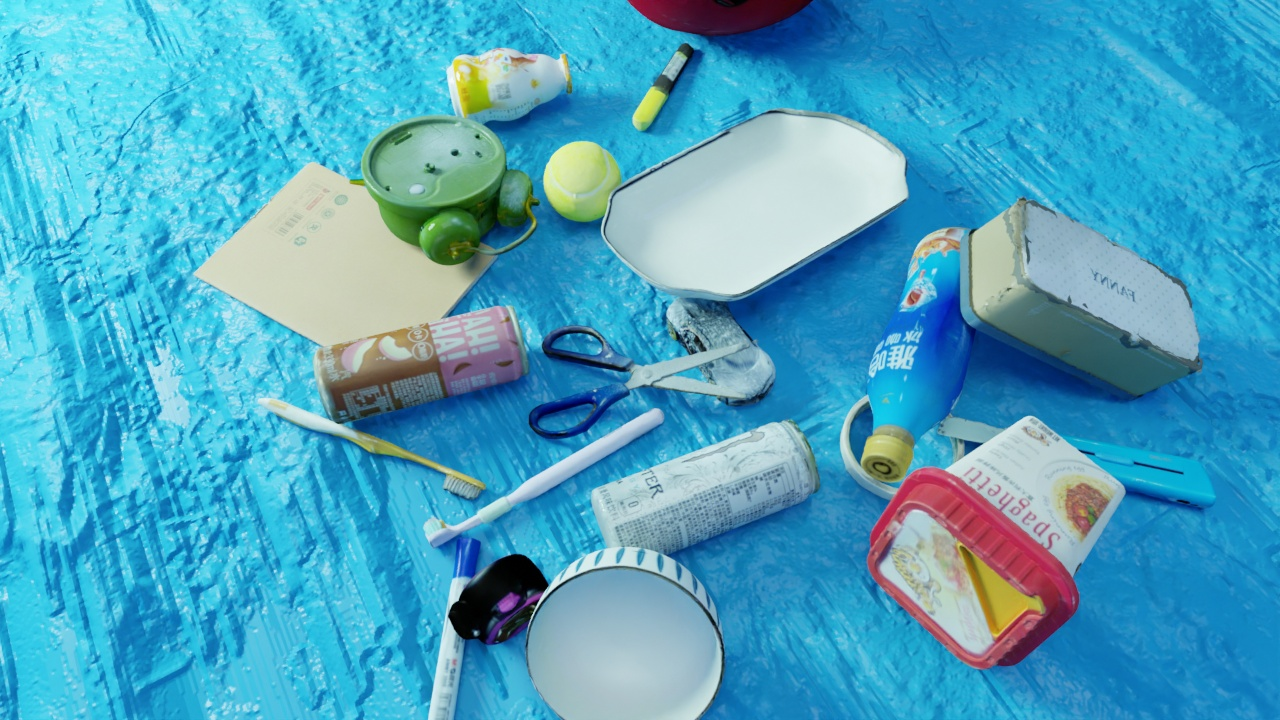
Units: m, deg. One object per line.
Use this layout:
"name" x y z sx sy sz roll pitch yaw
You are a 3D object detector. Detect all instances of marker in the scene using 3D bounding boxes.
"marker" -0.121 0.185 0.589 0.017 0.017 0.145 2 59 3
"marker" 0.023 -0.258 0.858 0.018 0.015 0.123 20 58 12

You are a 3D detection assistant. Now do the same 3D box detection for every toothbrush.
"toothbrush" -0.065 0.080 0.651 0.189 0.029 0.021 -27 102 -16
"toothbrush" -0.199 0.063 0.668 0.191 0.016 0.018 19 69 12

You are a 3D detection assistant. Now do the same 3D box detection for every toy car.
"toy car" 0.061 -0.012 0.696 0.049 0.031 0.105 -28 62 -14

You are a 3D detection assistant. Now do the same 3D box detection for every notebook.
"notebook" -0.243 -0.080 0.760 0.208 0.008 0.147 26 63 16

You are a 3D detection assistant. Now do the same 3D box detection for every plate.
"plate" 0.095 -0.124 0.746 0.265 0.034 0.162 -32 56 -23

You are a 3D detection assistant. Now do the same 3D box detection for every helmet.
"helmet" 0.075 -0.389 0.865 0.240 0.144 0.206 15 60 -5

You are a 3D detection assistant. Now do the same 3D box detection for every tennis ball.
"tennis ball" -0.048 -0.148 0.762 0.065 0.066 0.065 -1 58 1

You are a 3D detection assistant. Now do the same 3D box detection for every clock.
"clock" -0.156 -0.138 0.757 0.161 0.056 0.115 37 59 23

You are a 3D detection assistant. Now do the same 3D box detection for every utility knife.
"utility knife" 0.301 0.067 0.641 0.188 0.018 0.034 12 59 6

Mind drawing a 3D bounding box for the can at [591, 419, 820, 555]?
"can" 0.043 0.089 0.617 0.146 0.058 0.058 -20 60 -10

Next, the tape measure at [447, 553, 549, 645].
"tape measure" -0.085 0.154 0.583 0.058 0.057 0.039 -44 66 3

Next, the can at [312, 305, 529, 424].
"can" -0.159 0.002 0.673 0.147 0.058 0.058 -14 59 -12

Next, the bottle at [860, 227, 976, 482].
"bottle" 0.202 -0.006 0.652 0.065 0.065 0.218 21 54 14

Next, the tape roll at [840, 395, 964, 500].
"tape roll" 0.187 0.060 0.657 0.086 0.014 0.085 -1 58 1

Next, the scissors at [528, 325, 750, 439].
"scissors" -0.010 0.016 0.674 0.163 0.012 0.160 34 73 32

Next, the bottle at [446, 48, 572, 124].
"bottle" -0.117 -0.250 0.829 0.108 0.063 0.063 -12 59 -6

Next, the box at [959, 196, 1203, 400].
"box" 0.306 -0.044 0.649 0.184 0.061 0.089 23 57 -14

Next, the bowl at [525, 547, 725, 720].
"bowl" -0.007 0.163 0.557 0.116 0.116 0.066 4 15 4

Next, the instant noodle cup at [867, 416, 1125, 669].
"instant noodle cup" 0.226 0.107 0.576 0.124 0.117 0.116 -33 62 -30
